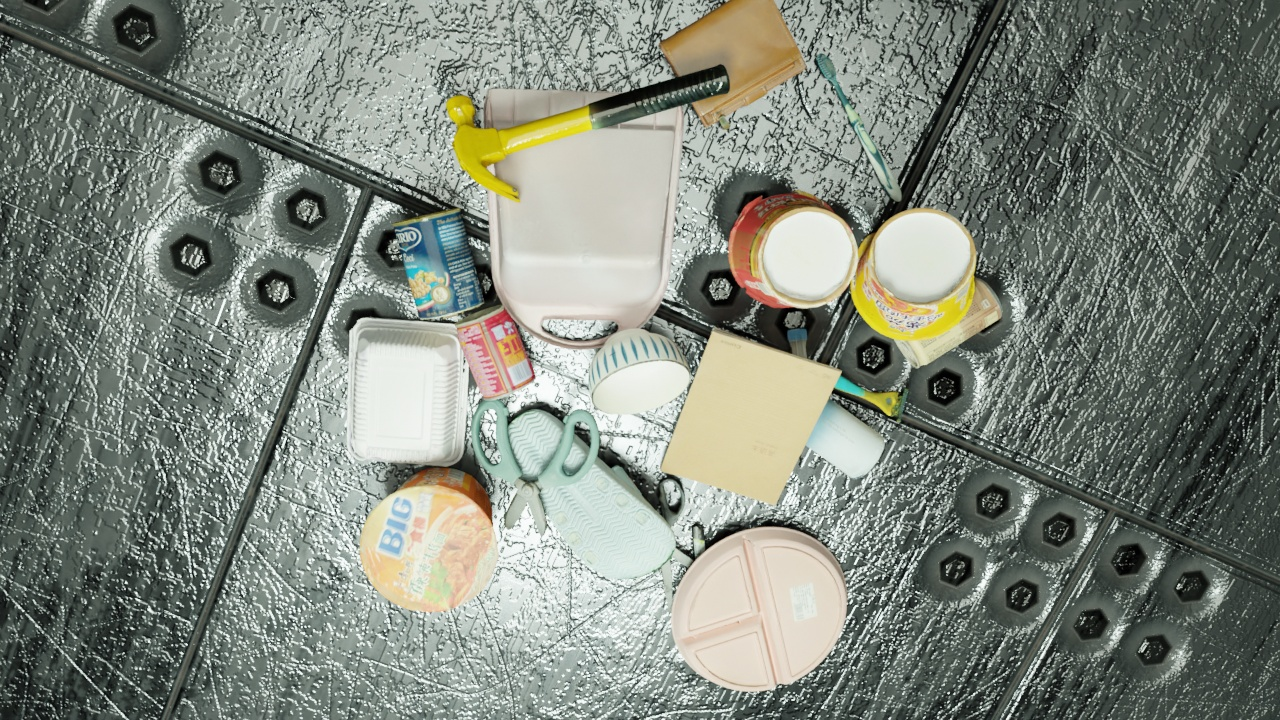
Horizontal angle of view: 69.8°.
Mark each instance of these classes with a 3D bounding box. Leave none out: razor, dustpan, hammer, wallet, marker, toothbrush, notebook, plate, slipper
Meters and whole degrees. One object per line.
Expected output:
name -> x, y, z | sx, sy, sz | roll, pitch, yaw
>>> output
razor -> 0.259, 0.032, 1.101 | 0.132, 0.028, 0.043 | 22, 77, -11
dustpan -> -0.070, -0.161, 1.047 | 0.222, 0.139, 0.273 | 3, 74, -3
hammer -> -0.052, -0.258, 0.975 | 0.300, 0.033, 0.128 | -17, 76, -2
wallet -> 0.105, -0.329, 1.007 | 0.131, 0.035, 0.119 | -29, 103, 5
marker -> 0.076, 0.263, 1.148 | 0.018, 0.015, 0.124 | -6, 100, -4
toothbrush -> 0.250, -0.263, 1.040 | 0.016, 0.018, 0.191 | -32, 102, 3
notebook -> 0.122, 0.070, 1.060 | 0.149, 0.012, 0.212 | 18, 124, -1
plate -> 0.152, 0.316, 1.144 | 0.229, 0.028, 0.230 | -3, 106, -9
slipper -> -0.063, 0.157, 1.088 | 0.104, 0.074, 0.245 | -45, 85, 10

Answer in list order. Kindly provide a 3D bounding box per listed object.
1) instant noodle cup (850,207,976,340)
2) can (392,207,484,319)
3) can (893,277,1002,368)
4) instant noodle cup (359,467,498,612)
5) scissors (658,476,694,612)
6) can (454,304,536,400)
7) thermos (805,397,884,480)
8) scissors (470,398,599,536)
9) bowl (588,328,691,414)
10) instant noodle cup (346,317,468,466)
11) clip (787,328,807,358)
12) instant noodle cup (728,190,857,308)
instant noodle cup -> 0.303, -0.098, 1.008 | 0.138, 0.110, 0.138 | -2, 79, 11
can -> -0.222, -0.106, 1.014 | 0.075, 0.075, 0.111 | -13, 103, -1
can -> 0.358, -0.044, 1.075 | 0.116, 0.058, 0.058 | -33, 102, 3
instant noodle cup -> -0.236, 0.197, 1.062 | 0.151, 0.111, 0.151 | -1, 102, -4
scissors -> 0.030, 0.224, 1.130 | 0.181, 0.014, 0.159 | 25, 100, -5
can -> -0.166, -0.010, 1.044 | 0.066, 0.066, 0.094 | -21, 103, 1
thermos -> 0.185, 0.056, 1.080 | 0.220, 0.070, 0.070 | 35, 98, -12
scissors -> -0.136, 0.107, 1.055 | 0.181, 0.019, 0.170 | 35, 100, 9
bowl -> -0.006, 0.006, 1.048 | 0.116, 0.116, 0.066 | -16, 59, 0
instant noodle cup -> -0.270, 0.043, 1.053 | 0.138, 0.060, 0.173 | 5, 103, -5
clip -> 0.188, -0.010, 1.095 | 0.024, 0.027, 0.056 | -5, 91, -5
instant noodle cup -> 0.174, -0.117, 1.021 | 0.138, 0.108, 0.138 | -1, 103, -4
